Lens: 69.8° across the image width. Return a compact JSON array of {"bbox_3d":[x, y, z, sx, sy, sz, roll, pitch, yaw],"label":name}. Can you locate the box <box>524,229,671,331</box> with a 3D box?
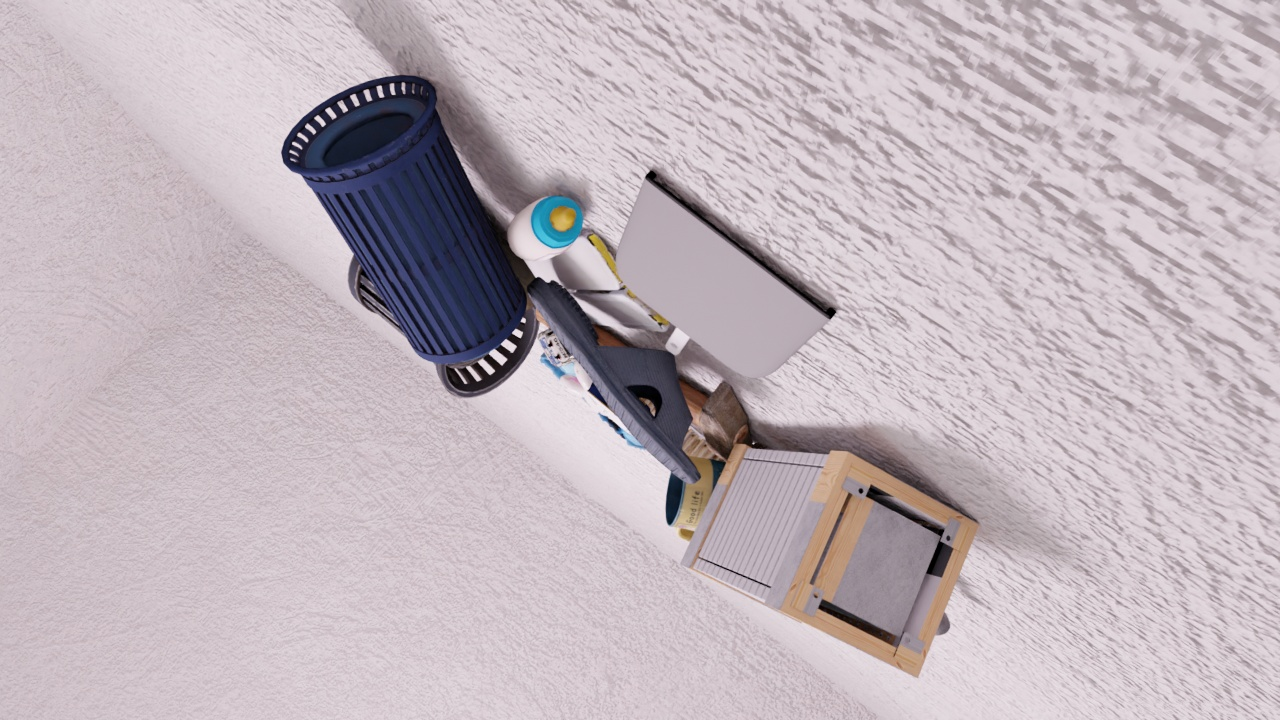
[{"bbox_3d":[-0.052,-0.079,0.938,0.129,0.034,0.210,47,165,-22],"label":"box"}]

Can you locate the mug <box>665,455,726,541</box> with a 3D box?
[{"bbox_3d":[0.085,0.166,1.050,0.107,0.083,0.114,9,127,-11],"label":"mug"}]

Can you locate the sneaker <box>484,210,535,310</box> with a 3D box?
[{"bbox_3d":[-0.223,-0.111,1.020,0.238,0.142,0.101,45,166,-24],"label":"sneaker"}]

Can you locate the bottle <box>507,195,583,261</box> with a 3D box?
[{"bbox_3d":[-0.081,-0.119,0.817,0.051,0.051,0.146,42,166,-15],"label":"bottle"}]

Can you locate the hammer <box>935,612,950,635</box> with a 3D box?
[{"bbox_3d":[0.234,0.209,1.113,0.331,0.030,0.119,28,148,56],"label":"hammer"}]

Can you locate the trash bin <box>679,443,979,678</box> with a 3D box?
[{"bbox_3d":[0.168,0.179,0.885,0.142,0.142,0.247,28,169,-13],"label":"trash bin"}]

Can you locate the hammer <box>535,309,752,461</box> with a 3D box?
[{"bbox_3d":[-0.006,0.006,1.064,0.301,0.037,0.158,32,165,23],"label":"hammer"}]

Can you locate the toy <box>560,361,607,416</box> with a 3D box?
[{"bbox_3d":[-0.048,0.050,1.234,0.125,0.037,0.076,35,150,-10],"label":"toy"}]

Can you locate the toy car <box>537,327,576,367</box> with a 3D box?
[{"bbox_3d":[-0.090,-0.017,1.054,0.048,0.040,0.113,60,151,-7],"label":"toy car"}]

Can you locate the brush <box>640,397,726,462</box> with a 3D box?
[{"bbox_3d":[0.071,0.108,1.140,0.271,0.056,0.083,37,180,7],"label":"brush"}]

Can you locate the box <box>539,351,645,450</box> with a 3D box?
[{"bbox_3d":[-0.021,0.062,1.305,0.175,0.033,0.231,8,147,51],"label":"box"}]

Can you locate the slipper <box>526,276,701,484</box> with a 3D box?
[{"bbox_3d":[-0.008,0.006,0.929,0.263,0.082,0.101,51,173,3],"label":"slipper"}]

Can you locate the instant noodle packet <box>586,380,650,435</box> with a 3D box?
[{"bbox_3d":[-0.024,0.048,1.037,0.087,0.026,0.134,40,-172,-7],"label":"instant noodle packet"}]

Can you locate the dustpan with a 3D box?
[{"bbox_3d":[0.050,-0.046,0.757,0.163,0.033,0.258,38,157,3],"label":"dustpan"}]

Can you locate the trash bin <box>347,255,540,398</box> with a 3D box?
[{"bbox_3d":[-0.272,-0.080,1.234,0.227,0.164,0.164,36,167,28],"label":"trash bin"}]

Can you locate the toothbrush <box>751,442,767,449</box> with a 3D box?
[{"bbox_3d":[0.186,0.156,1.045,0.167,0.016,0.016,48,162,8],"label":"toothbrush"}]

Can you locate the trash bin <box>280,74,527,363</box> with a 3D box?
[{"bbox_3d":[-0.205,-0.118,0.856,0.139,0.139,0.250,28,152,38],"label":"trash bin"}]
